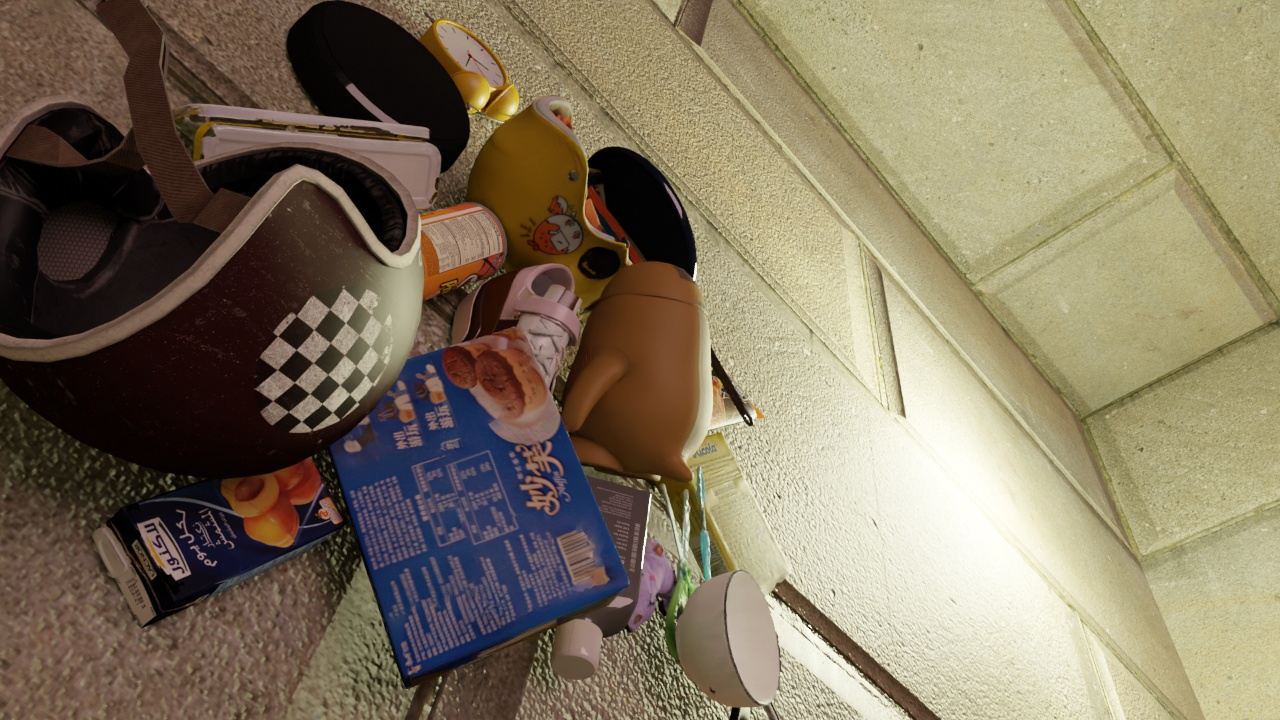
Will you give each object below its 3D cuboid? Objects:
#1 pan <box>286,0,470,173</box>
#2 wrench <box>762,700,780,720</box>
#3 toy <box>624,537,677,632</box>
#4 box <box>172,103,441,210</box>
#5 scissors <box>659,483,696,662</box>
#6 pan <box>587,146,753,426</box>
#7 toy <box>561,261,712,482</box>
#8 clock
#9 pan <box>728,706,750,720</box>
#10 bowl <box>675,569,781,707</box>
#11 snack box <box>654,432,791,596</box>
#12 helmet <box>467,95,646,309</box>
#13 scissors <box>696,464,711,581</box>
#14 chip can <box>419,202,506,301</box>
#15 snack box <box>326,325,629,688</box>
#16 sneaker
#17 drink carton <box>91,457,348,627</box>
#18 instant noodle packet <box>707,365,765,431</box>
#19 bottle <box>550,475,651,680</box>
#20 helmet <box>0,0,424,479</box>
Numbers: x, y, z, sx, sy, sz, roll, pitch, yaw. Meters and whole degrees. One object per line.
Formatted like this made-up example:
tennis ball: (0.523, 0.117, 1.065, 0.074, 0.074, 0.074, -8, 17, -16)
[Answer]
pan: (-0.257, -0.231, 0.893, 0.204, 0.044, 0.354, 35, 33, -32)
wrench: (0.127, 0.340, 0.859, 0.273, 0.010, 0.070, 65, 6, 11)
toy: (0.006, 0.205, 0.827, 0.099, 0.037, 0.080, -25, 92, -62)
box: (-0.270, -0.163, 0.765, 0.209, 0.080, 0.080, -8, 100, -44)
scissors: (0.039, 0.197, 0.846, 0.138, 0.028, 0.170, -11, 85, -66)
pan: (0.037, -0.081, 1.044, 0.021, 0.199, 0.356, -29, 86, -28)
toy: (-0.005, 0.005, 0.861, 0.198, 0.163, 0.203, 25, 72, -56)
clock: (-0.203, -0.340, 1.086, 0.152, 0.052, 0.113, 58, 28, 14)
pan: (0.065, 0.355, 0.721, 0.209, 0.067, 0.355, 47, 12, -9)
bowl: (0.071, 0.243, 0.793, 0.113, 0.063, 0.113, 45, 36, -46)
snack box: (0.085, 0.170, 0.978, 0.121, 0.045, 0.181, -8, 68, -58)
helmet: (-0.090, -0.140, 0.950, 0.240, 0.140, 0.209, 60, 7, -32)
scissors: (0.059, 0.154, 0.867, 0.135, 0.015, 0.135, -49, 134, -80)
chip can: (-0.201, -0.084, 0.783, 0.075, 0.075, 0.214, 54, 28, 0)
snack box: (-0.120, 0.096, 0.634, 0.154, 0.069, 0.202, -19, 70, -19)
sneaker: (-0.104, 0.015, 0.779, 0.111, 0.117, 0.293, 41, 31, -23)
drink carton: (-0.246, 0.102, 0.549, 0.064, 0.040, 0.129, 57, 28, 6)
instant noodle packet: (0.048, 0.021, 1.075, 0.160, 0.032, 0.220, 48, 25, 20)
bottle: (-0.042, 0.173, 0.745, 0.083, 0.046, 0.173, 16, 39, -6)
helmet: (-0.247, -0.060, 0.513, 0.233, 0.233, 0.254, -63, 156, -19)
